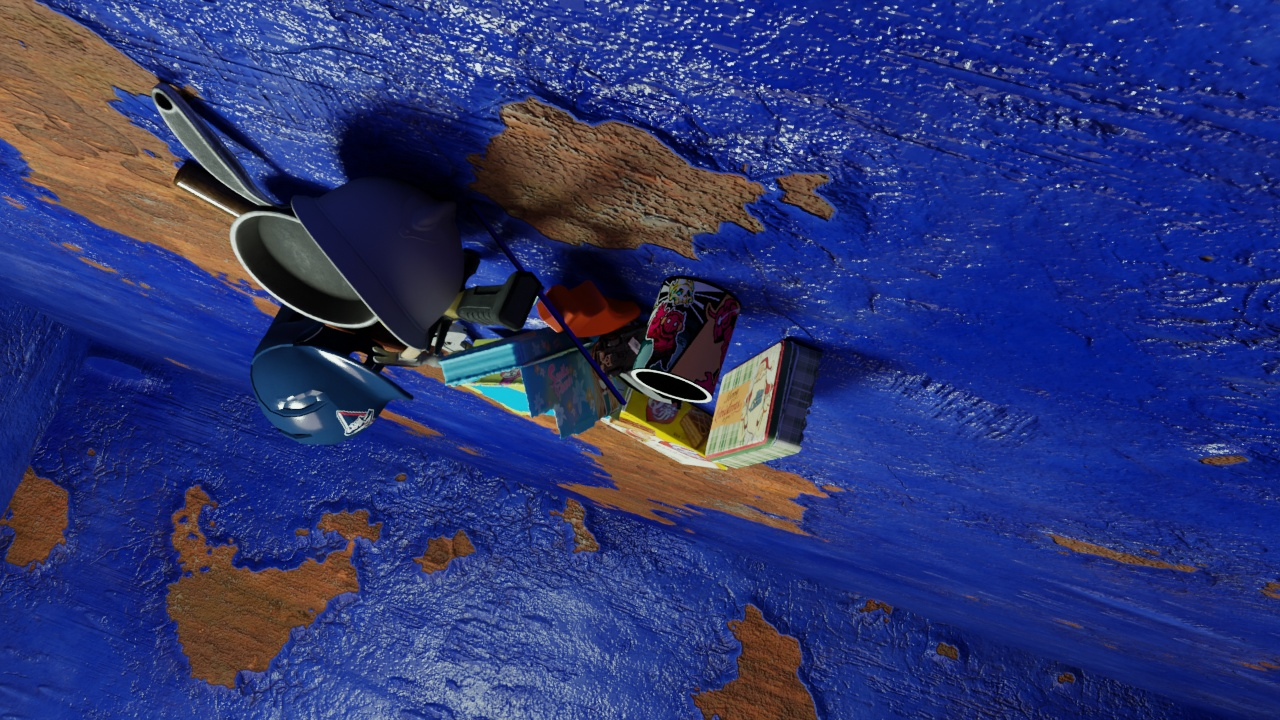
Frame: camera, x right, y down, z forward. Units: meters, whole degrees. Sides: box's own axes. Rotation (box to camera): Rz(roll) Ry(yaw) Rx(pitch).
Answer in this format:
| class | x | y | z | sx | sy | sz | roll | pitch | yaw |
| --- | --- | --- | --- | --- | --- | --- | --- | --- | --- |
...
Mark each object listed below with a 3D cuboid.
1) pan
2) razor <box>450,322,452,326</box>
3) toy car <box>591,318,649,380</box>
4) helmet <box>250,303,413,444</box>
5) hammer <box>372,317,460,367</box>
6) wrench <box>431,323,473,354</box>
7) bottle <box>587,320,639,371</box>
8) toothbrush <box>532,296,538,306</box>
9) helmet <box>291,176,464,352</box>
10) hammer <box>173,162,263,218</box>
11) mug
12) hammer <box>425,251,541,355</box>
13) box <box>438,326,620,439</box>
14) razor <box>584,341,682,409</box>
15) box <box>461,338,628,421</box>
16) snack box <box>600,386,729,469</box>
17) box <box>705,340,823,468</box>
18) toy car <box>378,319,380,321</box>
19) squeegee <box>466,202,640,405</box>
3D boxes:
| class | x | y | z | sx | sy | sz | roll | pitch | yaw |
| --- | --- | --- | --- | --- | --- | --- | --- | --- | --- |
| pan | -0.397 | -0.156 | 0.986 | 0.187 | 0.055 | 0.357 | 6 | 143 | 21 |
| razor | -0.302 | -0.073 | 1.137 | 0.144 | 0.022 | 0.042 | 20 | 128 | -13 |
| toy car | -0.017 | -0.017 | 0.995 | 0.111 | 0.047 | 0.047 | -20 | -151 | -35 |
| helmet | -0.511 | 0.034 | 1.521 | 0.272 | 0.222 | 0.232 | 9 | 163 | 16 |
| hammer | -0.312 | -0.032 | 1.354 | 0.119 | 0.030 | 0.332 | 0 | 169 | -27 |
| wrench | -0.262 | -0.016 | 1.365 | 0.084 | 0.018 | 0.273 | -8 | 167 | 9 |
| bottle | -0.020 | -0.023 | 1.051 | 0.051 | 0.051 | 0.146 | 2 | 157 | 47 |
| toothbrush | -0.141 | -0.066 | 1.119 | 0.022 | 0.015 | 0.155 | -8 | 172 | -19 |
| helmet | -0.224 | -0.114 | 0.882 | 0.183 | 0.117 | 0.271 | 53 | 177 | -9 |
| hammer | -0.396 | -0.149 | 1.100 | 0.300 | 0.037 | 0.218 | 32 | 160 | -37 |
| mug | 0.048 | -0.014 | 0.913 | 0.082 | 0.098 | 0.118 | 15 | 164 | 15 |
| hammer | -0.156 | -0.053 | 0.871 | 0.025 | 0.118 | 0.333 | 25 | 175 | -21 |
| box | -0.110 | 0.028 | 1.006 | 0.098 | 0.121 | 0.226 | -14 | -176 | 21 |
| razor | -0.007 | 0.007 | 1.147 | 0.156 | 0.057 | 0.060 | 23 | 133 | -17 |
| box | -0.131 | 0.023 | 1.259 | 0.221 | 0.080 | 0.124 | 1 | 157 | 47 |
| snack box | 0.031 | 0.090 | 1.359 | 0.230 | 0.061 | 0.110 | 31 | 160 | -36 |
| box | 0.131 | 0.054 | 1.019 | 0.049 | 0.117 | 0.206 | 19 | 167 | -8 |
| toy car | -0.366 | -0.053 | 1.405 | 0.049 | 0.030 | 0.107 | 13 | 165 | 18 |
| squeegee | -0.054 | -0.050 | 0.915 | 0.249 | 0.055 | 0.184 | 52 | -155 | 18 |
